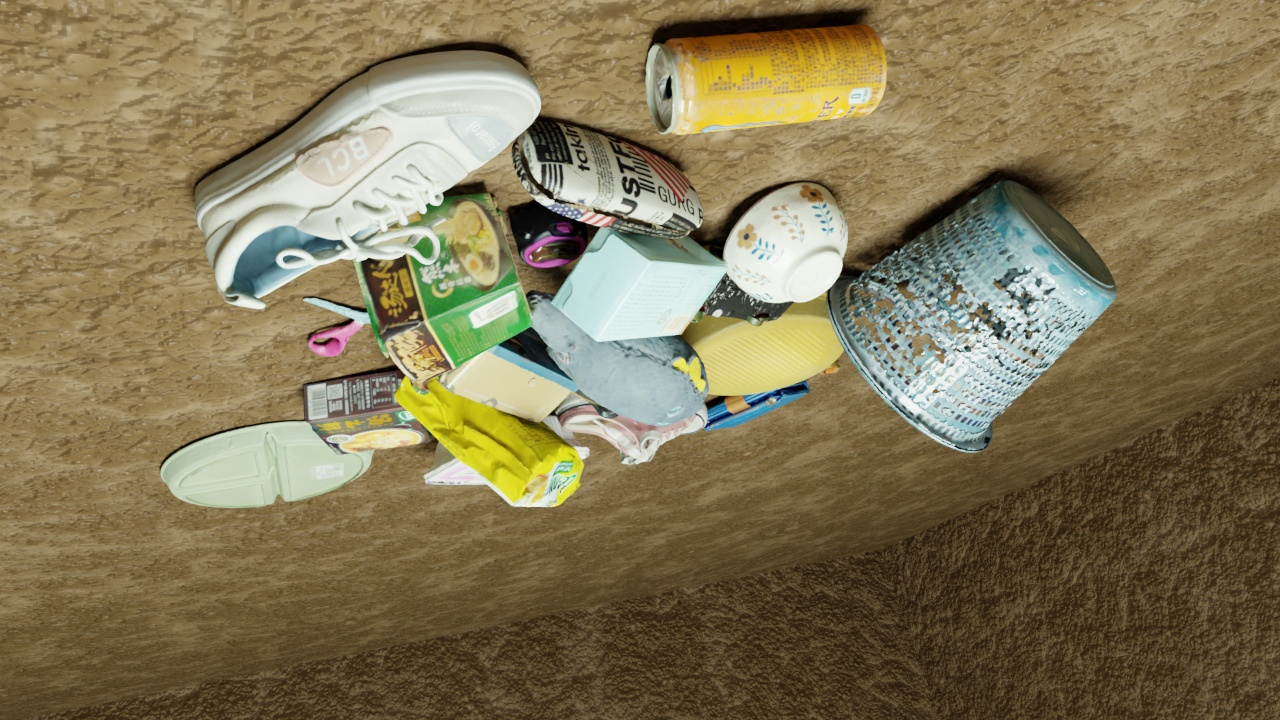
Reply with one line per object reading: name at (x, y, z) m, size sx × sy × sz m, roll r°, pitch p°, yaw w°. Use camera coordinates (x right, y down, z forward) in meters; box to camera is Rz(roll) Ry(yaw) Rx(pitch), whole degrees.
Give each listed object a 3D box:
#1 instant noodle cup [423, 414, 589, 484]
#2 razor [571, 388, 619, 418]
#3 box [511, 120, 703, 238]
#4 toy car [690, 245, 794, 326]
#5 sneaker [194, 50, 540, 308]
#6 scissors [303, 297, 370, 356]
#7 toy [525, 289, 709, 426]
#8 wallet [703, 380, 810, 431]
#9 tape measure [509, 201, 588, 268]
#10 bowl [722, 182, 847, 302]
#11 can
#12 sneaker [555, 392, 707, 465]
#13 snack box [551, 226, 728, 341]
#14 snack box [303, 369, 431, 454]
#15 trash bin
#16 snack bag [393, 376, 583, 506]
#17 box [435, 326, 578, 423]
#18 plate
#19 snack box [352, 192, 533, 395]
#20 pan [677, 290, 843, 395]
instant noodle cup at (-0.166, 0.107, 1.124) m, size 0.173 × 0.060 × 0.138 m, roll 8°, pitch 153°, yaw -43°
razor at (-0.070, 0.016, 0.992) m, size 0.068 × 0.062 × 0.167 m, roll 9°, pitch 168°, yaw 34°
box at (-0.015, -0.127, 0.645) m, size 0.164 × 0.072 × 0.060 m, roll 2°, pitch 128°, yaw -45°
toy car at (0.091, -0.070, 0.872) m, size 0.155 × 0.041 × 0.071 m, roll 4°, pitch 129°, yaw -38°
sneaker at (-0.168, -0.103, 0.562) m, size 0.242 × 0.090 × 0.089 m, roll -22°, pitch 159°, yaw 15°
scissors at (-0.235, -0.034, 0.796) m, size 0.134 × 0.017 × 0.133 m, roll -28°, pitch 151°, yaw 31°
toy at (-0.005, 0.005, 0.867) m, size 0.091 × 0.138 × 0.356 m, roll -59°, pitch 159°, yaw 1°
wallet at (0.155, 0.059, 1.262) m, size 0.133 × 0.040 × 0.106 m, roll -28°, pitch 164°, yaw 30°
tape measure at (-0.070, -0.097, 0.714) m, size 0.058 × 0.039 × 0.057 m, roll -13°, pitch 159°, yaw -7°
bowl at (0.135, -0.091, 0.793) m, size 0.113 × 0.062 × 0.114 m, roll -20°, pitch 142°, yaw -17°
can at (0.080, -0.179, 0.584) m, size 0.146 × 0.058 × 0.058 m, roll -9°, pitch 158°, yaw -14°
sneaker at (-0.003, 0.087, 1.151) m, size 0.240 × 0.087 × 0.119 m, roll 8°, pitch 149°, yaw -44°
snack box at (0.005, -0.061, 0.735) m, size 0.074 × 0.051 × 0.174 m, roll -55°, pitch 162°, yaw 18°
snack box at (-0.267, 0.050, 0.943) m, size 0.125 × 0.053 × 0.113 m, roll -8°, pitch 158°, yaw -4°
trash bin at (0.329, -0.057, 0.888) m, size 0.226 × 0.226 × 0.196 m, roll 6°, pitch 138°, yaw -44°
snack bag at (-0.140, 0.074, 0.912) m, size 0.068 × 0.158 × 0.246 m, roll -51°, pitch 170°, yaw -4°
box at (-0.126, -0.002, 0.831) m, size 0.062 × 0.090 × 0.184 m, roll -45°, pitch 155°, yaw 10°
plate at (-0.419, 0.124, 1.047) m, size 0.230 × 0.027 × 0.230 m, roll -13°, pitch 160°, yaw -5°
snack box at (-0.140, -0.056, 0.671) m, size 0.105 × 0.117 × 0.118 m, roll -19°, pitch 162°, yaw -4°
pan at (0.171, -0.011, 1.089) m, size 0.198 × 0.078 × 0.357 m, roll -22°, pitch 152°, yaw 26°
